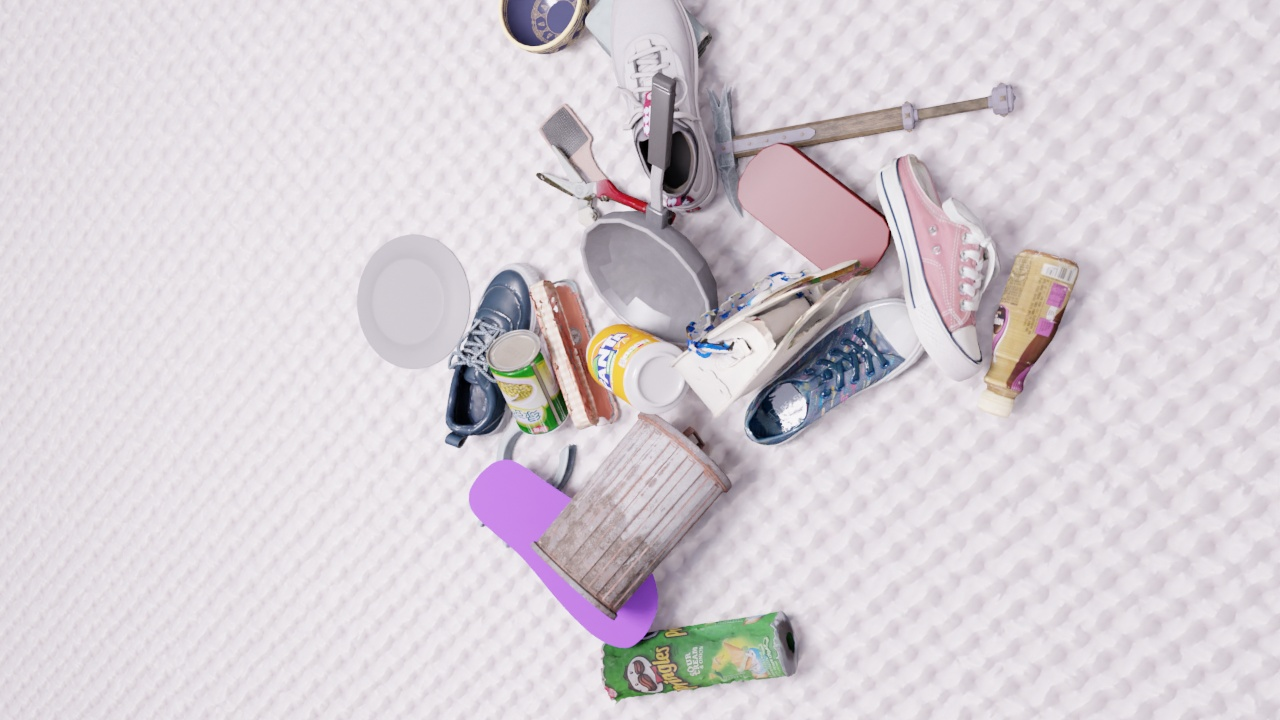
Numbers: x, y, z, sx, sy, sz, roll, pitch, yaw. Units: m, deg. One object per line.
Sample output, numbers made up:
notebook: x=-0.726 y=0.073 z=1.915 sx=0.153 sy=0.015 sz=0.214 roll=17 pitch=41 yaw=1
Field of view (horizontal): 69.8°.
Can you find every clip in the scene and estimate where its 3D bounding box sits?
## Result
clip: x=-0.125 y=0.166 z=1.142 sx=0.141 sy=0.029 sz=0.171 roll=24 pitch=101 yaw=21

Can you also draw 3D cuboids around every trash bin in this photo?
trash bin: x=-0.005 y=0.161 z=1.006 sx=0.131 sy=0.131 sz=0.211 roll=39 pitch=80 yaw=16

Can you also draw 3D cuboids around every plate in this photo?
plate: x=-0.305 y=-0.078 z=1.214 sx=0.179 sy=0.012 sz=0.178 roll=1 pitch=92 yaw=22

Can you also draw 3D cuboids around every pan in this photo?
pan: x=0.018 y=-0.146 z=0.948 sx=0.179 sy=0.358 sz=0.041 roll=32 pitch=60 yaw=19

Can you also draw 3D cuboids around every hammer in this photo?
hammer: x=0.233 y=-0.248 z=0.986 sx=0.317 sy=0.028 sz=0.147 roll=-5 pitch=96 yaw=22

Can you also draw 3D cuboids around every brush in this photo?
brush: x=0.188 y=-0.160 z=0.986 sx=0.173 sy=0.041 sz=0.082 roll=40 pitch=114 yaw=8
brush: x=-0.073 y=-0.249 z=1.114 sx=0.050 sy=0.015 sz=0.135 roll=-40 pitch=77 yaw=19

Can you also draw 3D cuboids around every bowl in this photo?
bowl: x=-0.106 y=-0.418 z=1.096 sx=0.113 sy=0.061 sz=0.112 roll=0 pitch=90 yaw=25

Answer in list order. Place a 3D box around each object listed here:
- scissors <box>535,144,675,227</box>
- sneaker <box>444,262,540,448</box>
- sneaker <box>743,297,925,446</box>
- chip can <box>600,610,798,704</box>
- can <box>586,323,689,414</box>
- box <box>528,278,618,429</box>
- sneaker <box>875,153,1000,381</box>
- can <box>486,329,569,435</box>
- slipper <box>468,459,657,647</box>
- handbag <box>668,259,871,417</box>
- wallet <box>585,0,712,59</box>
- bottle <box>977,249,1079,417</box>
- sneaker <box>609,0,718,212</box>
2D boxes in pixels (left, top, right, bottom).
scissors: x=-0.042 y=-0.177 z=1.097 sx=0.194 sy=0.015 sz=0.179 roll=-2 pitch=99 yaw=29
sneaker: x=-0.189 y=-0.008 z=1.129 sx=0.089 sy=0.087 sz=0.236 roll=18 pitch=99 yaw=21
sneaker: x=0.200 y=0.013 z=0.979 sx=0.236 sy=0.079 sz=0.087 roll=-38 pitch=79 yaw=19
chip can: x=0.066 y=0.338 z=1.046 sx=0.224 sy=0.075 sz=0.075 roll=-17 pitch=85 yaw=22
can: x=-0.006 y=0.006 z=1.024 sx=0.079 sy=0.142 sz=0.079 roll=-5 pitch=104 yaw=-22
box: x=-0.079 y=-0.008 z=1.095 sx=0.043 sy=0.083 sz=0.187 roll=-21 pitch=86 yaw=24
sneaker: x=0.311 y=-0.102 z=0.919 sx=0.088 sy=0.118 sz=0.241 roll=-22 pitch=77 yaw=38
can: x=-0.132 y=0.028 z=1.086 sx=0.067 sy=0.121 sz=0.067 roll=-9 pitch=45 yaw=9
slipper: x=-0.087 y=0.227 z=1.101 sx=0.266 sy=0.084 sz=0.107 roll=39 pitch=79 yaw=10
handbag: x=0.133 y=-0.044 z=0.924 sx=0.093 sy=0.200 sz=0.200 roll=51 pitch=132 yaw=5
wallet: x=0.010 y=-0.379 z=1.059 sx=0.101 sy=0.054 sz=0.131 roll=-44 pitch=79 yaw=25
bottle: x=0.380 y=-0.025 z=0.916 sx=0.060 sy=0.059 sz=0.166 roll=20 pitch=100 yaw=20
sneaker: x=0.018 y=-0.284 z=0.987 sx=0.097 sy=0.128 sz=0.263 roll=-11 pitch=103 yaw=13
